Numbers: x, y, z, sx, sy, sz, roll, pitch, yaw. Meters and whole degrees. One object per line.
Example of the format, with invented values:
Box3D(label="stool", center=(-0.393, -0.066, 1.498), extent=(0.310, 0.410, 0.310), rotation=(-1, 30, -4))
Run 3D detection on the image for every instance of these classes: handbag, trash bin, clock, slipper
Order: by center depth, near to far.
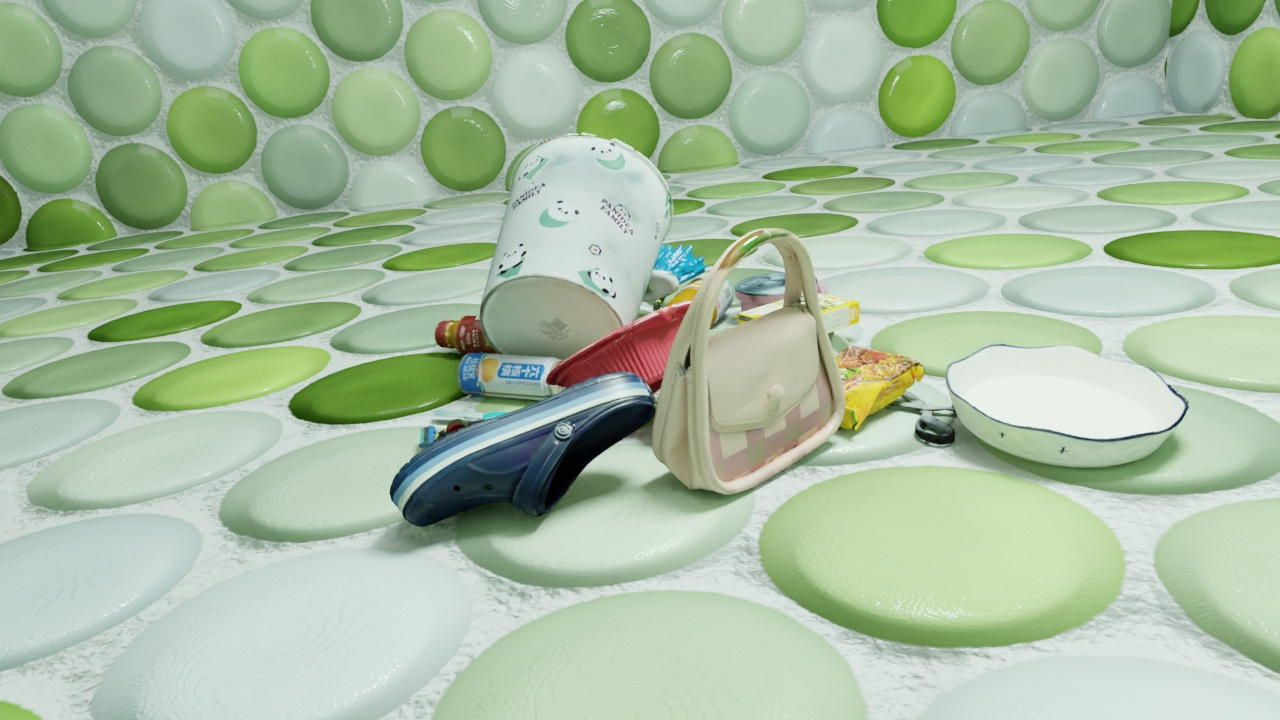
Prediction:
Box3D(label="slipper", center=(-0.096, 0.096, 0.836), extent=(0.252, 0.105, 0.095), rotation=(-25, 64, -11))
Box3D(label="handbag", center=(0.103, -0.009, 0.842), extent=(0.192, 0.234, 0.093), rotation=(-23, 33, -35))
Box3D(label="trash bin", center=(-0.087, -0.125, 1.186), extent=(0.230, 0.230, 0.251), rotation=(-1, 47, 15))
Box3D(label="clock", center=(0.205, -0.090, 1.324), extent=(0.117, 0.060, 0.158), rotation=(4, 23, 31))

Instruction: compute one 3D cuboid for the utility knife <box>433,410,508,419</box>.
Box3D(label="utility knife", center=(-0.141, 0.067, 1.042), extent=(0.222, 0.013, 0.029), rotation=(4, 23, 21))

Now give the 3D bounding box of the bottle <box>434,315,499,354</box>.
Box3D(label="bottle", center=(-0.208, -0.034, 1.292), extent=(0.175, 0.057, 0.057), rotation=(3, 21, 26))

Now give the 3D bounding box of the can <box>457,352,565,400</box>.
Box3D(label="can", center=(-0.154, 0.020, 1.123), extent=(0.135, 0.053, 0.053), rotation=(3, 21, 26))

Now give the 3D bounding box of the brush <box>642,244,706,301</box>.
Box3D(label="brush", center=(-0.046, -0.112, 1.388), extent=(0.315, 0.060, 0.109), rotation=(-2, 36, 47))

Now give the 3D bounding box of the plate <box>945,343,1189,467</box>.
Box3D(label="plate", center=(0.396, 0.041, 0.870), extent=(0.205, 0.046, 0.204), rotation=(-1, 24, 0))

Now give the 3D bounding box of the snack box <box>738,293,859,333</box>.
Box3D(label="snack box", center=(0.205, -0.055, 1.179), extent=(0.140, 0.034, 0.087), rotation=(-20, 24, -35))

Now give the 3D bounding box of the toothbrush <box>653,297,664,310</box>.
Box3D(label="toothbrush", center=(0.036, -0.113, 1.517), extent=(0.017, 0.012, 0.185), rotation=(-8, 18, 12))

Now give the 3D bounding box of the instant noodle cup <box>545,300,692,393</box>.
Box3D(label="instant noodle cup", center=(-0.006, 0.006, 1.014), extent=(0.194, 0.066, 0.194), rotation=(-27, -6, -3))

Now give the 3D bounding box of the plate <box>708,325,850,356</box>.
Box3D(label="plate", center=(0.143, -0.002, 1.134), extent=(0.230, 0.027, 0.230), rotation=(-6, 18, 2))

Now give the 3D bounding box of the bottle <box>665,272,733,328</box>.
Box3D(label="bottle", center=(0.078, -0.073, 1.295), extent=(0.068, 0.068, 0.189), rotation=(2, 20, 22))

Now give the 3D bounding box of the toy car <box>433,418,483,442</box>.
Box3D(label="toy car", center=(-0.141, 0.080, 0.959), extent=(0.155, 0.041, 0.071), rotation=(-13, 20, -15))

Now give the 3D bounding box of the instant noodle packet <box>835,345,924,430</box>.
Box3D(label="instant noodle packet", center=(0.221, 0.028, 0.978), extent=(0.128, 0.044, 0.111), rotation=(-31, 24, -32))

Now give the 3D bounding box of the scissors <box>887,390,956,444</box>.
Box3D(label="scissors", center=(0.297, 0.052, 0.954), extent=(0.181, 0.014, 0.159), rotation=(1, 17, 27))

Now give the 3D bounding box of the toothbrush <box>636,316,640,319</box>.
Box3D(label="toothbrush", center=(0.017, -0.039, 1.299), extent=(0.016, 0.016, 0.180), rotation=(-8, 19, -13))

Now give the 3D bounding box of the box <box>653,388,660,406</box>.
Box3D(label="box", center=(0.081, 0.029, 0.981), extent=(0.162, 0.076, 0.087), rotation=(-27, 23, -30))

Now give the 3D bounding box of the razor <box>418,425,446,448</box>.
Box3D(label="razor", center=(-0.170, 0.077, 1.008), extent=(0.142, 0.022, 0.042), rotation=(-11, 25, -7))
